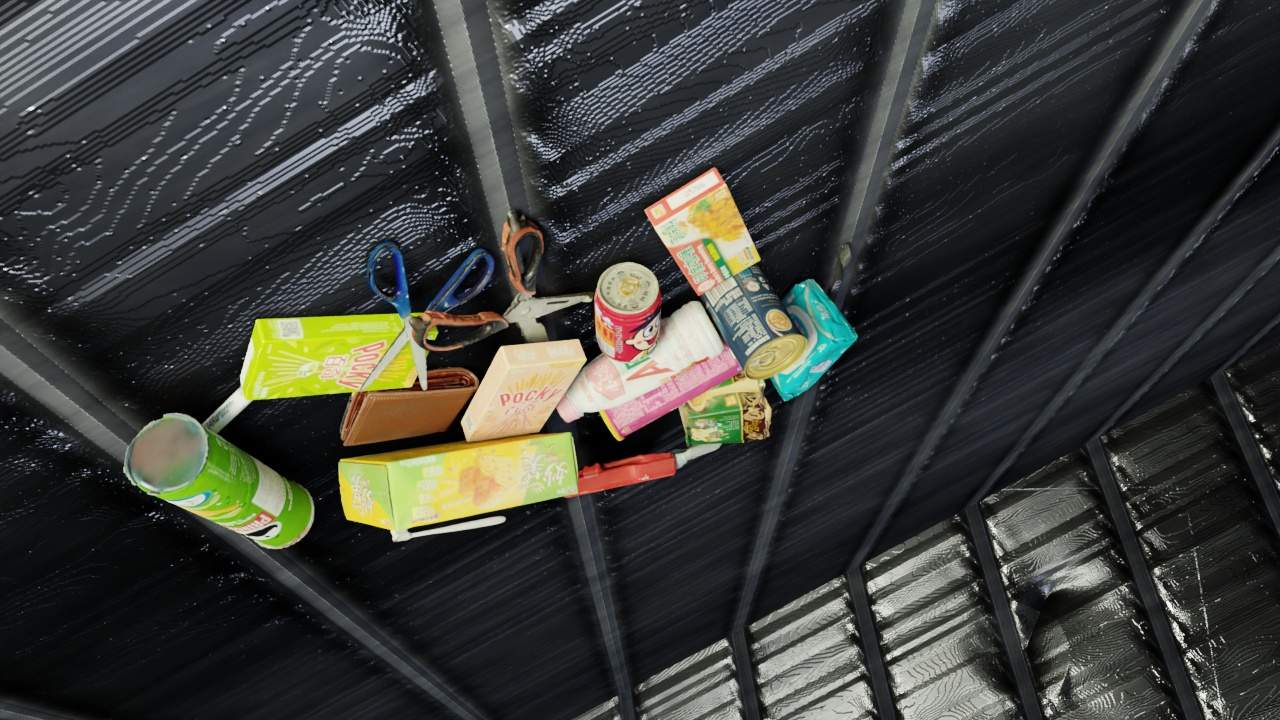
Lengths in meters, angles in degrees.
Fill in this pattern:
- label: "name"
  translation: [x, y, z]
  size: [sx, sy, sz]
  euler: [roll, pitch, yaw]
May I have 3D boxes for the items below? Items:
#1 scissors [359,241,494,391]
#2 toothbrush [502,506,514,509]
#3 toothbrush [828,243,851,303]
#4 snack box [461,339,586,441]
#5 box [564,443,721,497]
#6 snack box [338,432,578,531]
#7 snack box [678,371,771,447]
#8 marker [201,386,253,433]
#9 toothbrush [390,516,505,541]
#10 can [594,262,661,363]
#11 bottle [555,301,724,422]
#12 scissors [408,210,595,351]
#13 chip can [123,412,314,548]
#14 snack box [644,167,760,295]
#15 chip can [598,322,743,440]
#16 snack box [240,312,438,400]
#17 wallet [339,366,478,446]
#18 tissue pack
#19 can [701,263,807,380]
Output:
- label: "scissors"
  translation: [-0.194, -0.041, 0.796]
  size: [0.162, 0.012, 0.174]
  euler: [-36, 143, -9]
- label: "toothbrush"
  translation: [-0.219, 0.185, 1.204]
  size: [0.016, 0.018, 0.181]
  euler: [-49, 151, 11]
- label: "toothbrush"
  translation: [0.243, -0.089, 1.140]
  size: [0.014, 0.016, 0.189]
  euler: [-23, 154, -9]
- label: "snack box"
  translation: [-0.121, 0.033, 0.931]
  size: [0.084, 0.026, 0.158]
  euler: [-6, 153, -30]
- label: "box"
  translation: [-0.002, 0.146, 1.232]
  size: [0.157, 0.039, 0.202]
  euler: [-6, 170, -34]
- label: "snack box"
  translation: [-0.195, 0.124, 0.981]
  size: [0.209, 0.070, 0.158]
  euler: [-6, 179, -35]
- label: "snack box"
  translation: [0.097, 0.042, 1.151]
  size: [0.105, 0.117, 0.118]
  euler: [-13, 150, -2]
- label: "marker"
  translation: [-0.396, 0.066, 0.833]
  size: [0.145, 0.017, 0.017]
  euler: [-38, 151, 20]
- label: "toothbrush"
  translation: [-0.256, 0.224, 1.241]
  size: [0.179, 0.016, 0.016]
  euler: [0, 145, -45]
- label: "can"
  translation: [-0.013, -0.048, 0.924]
  size: [0.066, 0.066, 0.094]
  euler: [-21, 152, -12]
- label: "bottle"
  translation: [-0.006, 0.006, 1.026]
  size: [0.197, 0.068, 0.068]
  euler: [-28, 153, 6]
- label: "scissors"
  translation: [-0.120, -0.050, 0.843]
  size: [0.188, 0.015, 0.226]
  euler: [-37, 152, -19]
- label: "chip can"
  translation: [-0.379, 0.117, 0.850]
  size: [0.072, 0.072, 0.236]
  euler: [-24, 159, -7]
- label: "snack box"
  translation: [0.065, -0.123, 0.905]
  size: [0.077, 0.027, 0.156]
  euler: [-30, 153, 7]
- label: "chip can"
  translation: [0.049, 0.014, 1.084]
  size: [0.210, 0.071, 0.071]
  euler: [-29, 153, 3]
- label: "snack box"
  translation: [-0.266, -0.005, 0.816]
  size: [0.156, 0.026, 0.086]
  euler: [-4, 146, -38]
- label: "wallet"
  translation: [-0.236, 0.047, 0.933]
  size: [0.124, 0.032, 0.101]
  euler: [-5, 149, -36]
- label: "tissue pack"
  translation: [0.193, -0.024, 1.123]
  size: [0.050, 0.093, 0.134]
  euler: [-10, 148, -39]
- label: "can"
  translation: [0.122, -0.045, 1.003]
  size: [0.075, 0.111, 0.075]
  euler: [-21, 150, -13]
